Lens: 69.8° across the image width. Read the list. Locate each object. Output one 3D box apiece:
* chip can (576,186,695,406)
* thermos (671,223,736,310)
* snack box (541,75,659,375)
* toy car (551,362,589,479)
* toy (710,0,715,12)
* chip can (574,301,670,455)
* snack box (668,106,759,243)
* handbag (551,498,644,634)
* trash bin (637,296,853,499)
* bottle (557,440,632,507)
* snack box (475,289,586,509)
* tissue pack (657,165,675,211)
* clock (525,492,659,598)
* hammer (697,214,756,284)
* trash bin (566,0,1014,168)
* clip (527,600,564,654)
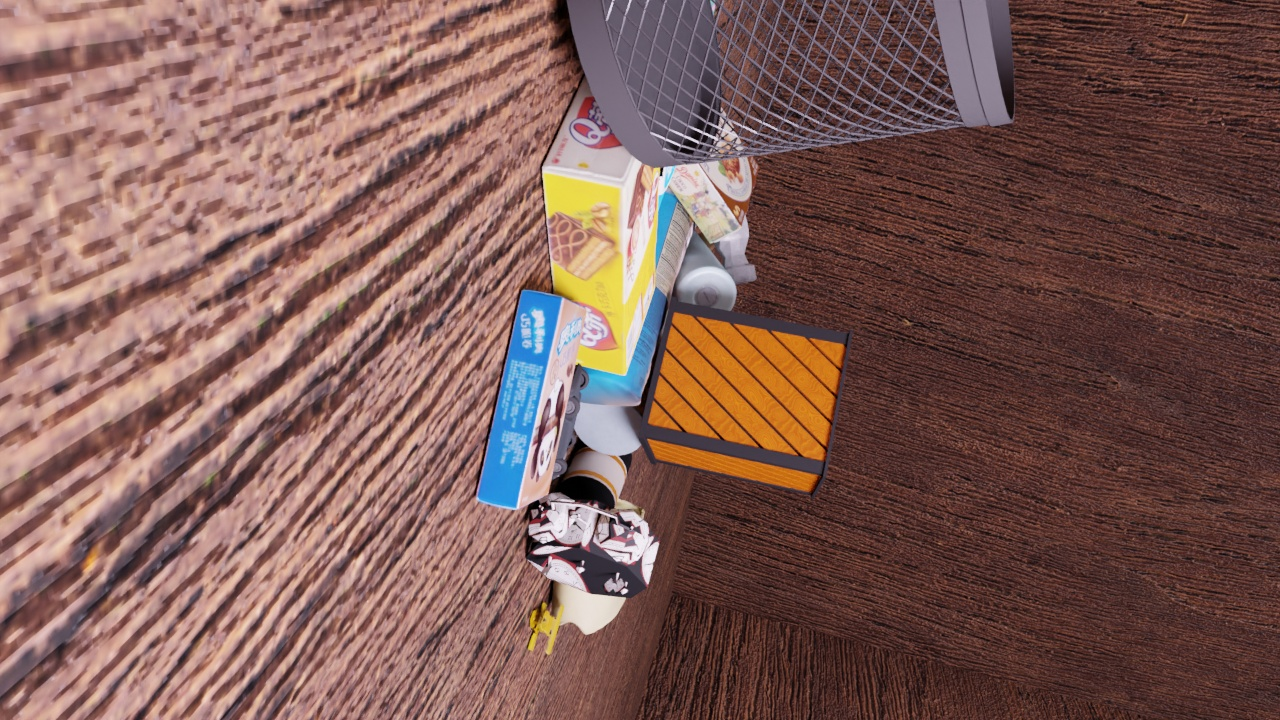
[{"bbox_3d":[-0.006,-0.062,0.894,0.080,0.080,0.229,88,17,-61],"label":"chip can"},{"bbox_3d":[0.050,-0.106,1.023,0.078,0.065,0.206,-58,-159,16],"label":"thermos"},{"bbox_3d":[-0.026,-0.099,0.732,0.231,0.062,0.109,91,14,-55],"label":"snack box"},{"bbox_3d":[-0.069,0.051,0.760,0.046,0.034,0.112,-75,180,-51],"label":"toy car"},{"bbox_3d":[0.068,-0.406,1.031,0.105,0.033,0.084,88,5,-56],"label":"toy"},{"bbox_3d":[-0.006,0.006,0.987,0.214,0.075,0.075,-67,166,-53],"label":"chip can"},{"bbox_3d":[0.059,-0.215,0.931,0.147,0.041,0.142,52,33,-22],"label":"snack box"},{"bbox_3d":[-0.052,0.218,1.003,0.111,0.081,0.119,-43,147,-63],"label":"handbag"},{"bbox_3d":[0.103,0.041,0.907,0.140,0.172,0.139,70,32,-73],"label":"trash bin"},{"bbox_3d":[-0.040,0.105,0.962,0.181,0.059,0.059,-67,167,-53],"label":"bottle"},{"bbox_3d":[-0.077,0.028,0.670,0.087,0.034,0.151,10,92,-83],"label":"snack box"},{"bbox_3d":[0.001,-0.186,0.780,0.145,0.062,0.092,91,15,-55],"label":"tissue pack"},{"bbox_3d":[-0.047,0.168,0.817,0.155,0.115,0.064,86,18,-56],"label":"clock"},{"bbox_3d":[0.078,-0.148,1.164,0.328,0.039,0.131,174,-95,-82],"label":"hammer"},{"bbox_3d":[0.098,-0.235,0.574,0.217,0.228,0.217,21,67,-61],"label":"trash bin"},{"bbox_3d":[-0.096,0.271,0.941,0.049,0.044,0.054,-43,-156,57],"label":"clip"}]
